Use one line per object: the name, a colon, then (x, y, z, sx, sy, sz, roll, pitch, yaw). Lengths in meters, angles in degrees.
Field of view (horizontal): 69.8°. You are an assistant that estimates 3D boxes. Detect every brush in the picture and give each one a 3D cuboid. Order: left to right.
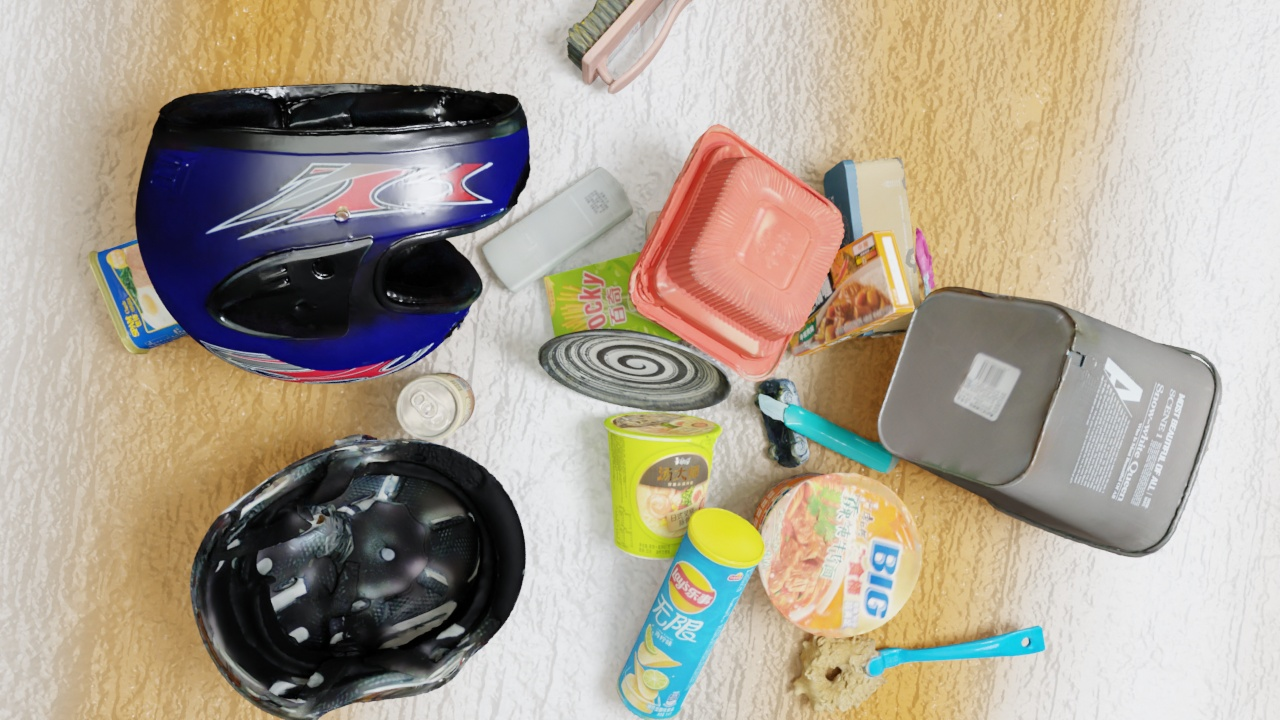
brush: (-0.004, -0.328, 0.882, 0.073, 0.063, 0.145, 41, 86, 0)
brush: (0.277, 0.297, 0.915, 0.255, 0.046, 0.083, -9, 88, 2)

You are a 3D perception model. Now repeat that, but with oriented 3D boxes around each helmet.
helmet: (-0.249, -0.102, 0.782, 0.315, 0.247, 0.241, -3, 118, -7)
helmet: (-0.246, 0.183, 0.827, 0.273, 0.157, 0.230, -24, 95, -13)

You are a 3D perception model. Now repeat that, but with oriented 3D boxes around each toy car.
toy car: (0.143, 0.061, 0.910, 0.034, 0.043, 0.090, -12, 87, -37)

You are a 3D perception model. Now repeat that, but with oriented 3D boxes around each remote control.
remote control: (-0.080, -0.127, 0.895, 0.150, 0.021, 0.058, -34, 74, -3)

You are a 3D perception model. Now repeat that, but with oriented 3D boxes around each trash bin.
trash bin: (0.348, 0.045, 0.803, 0.219, 0.199, 0.199, 19, 90, -37)

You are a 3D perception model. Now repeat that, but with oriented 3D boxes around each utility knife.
utility knife: (0.186, 0.072, 0.900, 0.182, 0.013, 0.029, 26, 73, -23)

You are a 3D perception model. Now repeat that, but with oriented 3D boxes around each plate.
plate: (-0.005, 0.005, 0.838, 0.179, 0.180, 0.024, 11, 68, -4)

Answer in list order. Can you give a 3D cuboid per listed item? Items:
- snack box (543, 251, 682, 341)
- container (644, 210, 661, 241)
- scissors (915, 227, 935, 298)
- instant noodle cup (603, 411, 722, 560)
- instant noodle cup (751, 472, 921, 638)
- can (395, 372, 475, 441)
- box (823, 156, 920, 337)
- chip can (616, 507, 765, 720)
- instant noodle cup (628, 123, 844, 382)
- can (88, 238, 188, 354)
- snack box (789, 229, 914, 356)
snack box: (-0.022, -0.051, 0.853, 0.157, 0.026, 0.086, -9, 91, 41)
container: (0.061, -0.101, 0.878, 0.111, 0.090, 0.090, -3, 91, -1)
scissors: (0.271, -0.077, 0.872, 0.017, 0.137, 0.073, -10, 120, 23)
instant noodle cup: (0.018, 0.120, 0.874, 0.111, 0.111, 0.123, 2, 99, -4)
instant noodle cup: (0.175, 0.174, 0.877, 0.151, 0.111, 0.151, 0, 91, -4)
can: (-0.187, 0.041, 0.847, 0.058, 0.116, 0.058, 0, 91, -4)
box: (0.223, -0.113, 0.889, 0.061, 0.090, 0.184, -9, 89, -3)
chip can: (0.042, 0.237, 0.845, 0.071, 0.071, 0.211, 19, 118, -4)
instant noodle cup: (0.093, -0.092, 0.784, 0.164, 0.079, 0.188, 29, 80, -20)
can: (-0.448, -0.067, 0.859, 0.083, 0.057, 0.102, -21, 93, -6)
snack box: (0.186, -0.059, 0.851, 0.026, 0.154, 0.075, -7, 79, -27)
